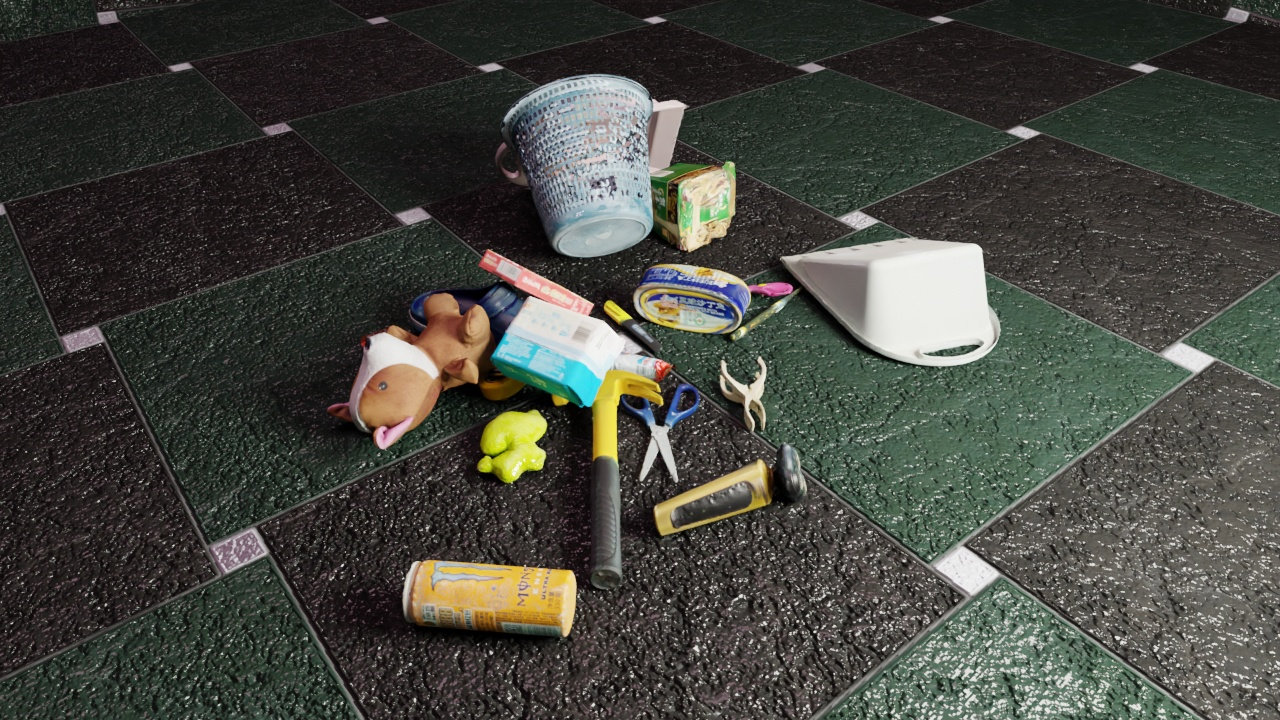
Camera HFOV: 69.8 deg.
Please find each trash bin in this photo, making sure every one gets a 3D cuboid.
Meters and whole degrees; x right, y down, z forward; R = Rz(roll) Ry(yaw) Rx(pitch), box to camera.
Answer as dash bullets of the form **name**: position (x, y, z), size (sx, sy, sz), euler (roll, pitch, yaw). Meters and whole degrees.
- **trash bin**: position (-0.073, -0.262, 1.315), size (0.226, 0.227, 0.195), euler (-9, 76, -11)

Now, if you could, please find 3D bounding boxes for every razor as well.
- **razor**: position (0.090, 0.136, 0.921), size (0.167, 0.062, 0.068), euler (-17, 9, -13)

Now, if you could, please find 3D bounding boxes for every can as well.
- **can**: position (0.066, -0.080, 1.194), size (0.148, 0.075, 0.049), euler (11, 42, 17)
- **can**: position (-0.132, 0.211, 0.818), size (0.146, 0.058, 0.058), euler (3, 37, 5)

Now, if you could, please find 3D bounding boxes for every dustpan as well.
- **dustpan**: position (0.347, -0.080, 1.230), size (0.222, 0.143, 0.258), euler (-10, 10, -16)
- **dustpan**: position (-0.081, -0.329, 1.463), size (0.273, 0.223, 0.138), euler (16, 73, 2)

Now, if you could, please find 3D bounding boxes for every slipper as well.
- **slipper**: position (-0.181, -0.058, 1.158), size (0.253, 0.095, 0.104), euler (13, 41, 24)

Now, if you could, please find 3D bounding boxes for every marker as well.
- **marker**: position (-0.010, -0.044, 1.197), size (0.018, 0.015, 0.124), euler (-25, 44, -24)

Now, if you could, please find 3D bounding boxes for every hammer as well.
- **hammer**: position (-0.037, 0.110, 0.966), size (0.129, 0.033, 0.300), euler (-10, 38, 6)

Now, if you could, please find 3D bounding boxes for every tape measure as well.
- **tape measure**: position (-0.163, 0.025, 1.095), size (0.060, 0.029, 0.057), euler (-2, 36, 28)

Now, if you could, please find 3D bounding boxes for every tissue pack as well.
- **tissue pack**: position (-0.094, -0.008, 1.035), size (0.140, 0.063, 0.089), euler (20, 70, 26)

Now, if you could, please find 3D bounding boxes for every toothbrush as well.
- **toothbrush**: position (0.181, -0.067, 1.225), size (0.017, 0.012, 0.185), euler (37, 50, 25)

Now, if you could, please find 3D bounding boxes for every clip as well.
- **clip**: position (0.113, 0.037, 1.070), size (0.094, 0.035, 0.102), euler (13, 46, 11)

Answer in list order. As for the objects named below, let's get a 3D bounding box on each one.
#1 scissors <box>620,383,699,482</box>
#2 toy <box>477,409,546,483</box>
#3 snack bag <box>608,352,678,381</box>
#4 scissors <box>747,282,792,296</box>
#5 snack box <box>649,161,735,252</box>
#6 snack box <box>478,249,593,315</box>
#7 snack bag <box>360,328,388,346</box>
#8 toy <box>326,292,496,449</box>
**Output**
- **scissors**: position (0.015, 0.074, 1.038), size (0.155, 0.012, 0.165), euler (25, 43, 29)
- **toy**: position (-0.141, 0.090, 1.005), size (0.096, 0.031, 0.100), euler (-23, 42, -24)
- **snack bag**: position (-0.007, 0.007, 1.116), size (0.105, 0.026, 0.045), euler (11, 24, 21)
- **scissors**: position (0.141, -0.098, 1.260), size (0.133, 0.017, 0.054), euler (3, 19, 18)
- **snack box**: position (0.064, -0.242, 1.382), size (0.118, 0.118, 0.106), euler (-27, 39, -34)
- **snack box**: position (-0.132, -0.096, 1.181), size (0.075, 0.025, 0.152), euler (30, 3, 35)
- **snack bag**: position (-0.318, -0.004, 1.141), size (0.048, 0.026, 0.104), euler (-23, 40, -8)
- **toy**: position (-0.256, 0.009, 1.040), size (0.199, 0.130, 0.140), euler (-47, 37, -20)
